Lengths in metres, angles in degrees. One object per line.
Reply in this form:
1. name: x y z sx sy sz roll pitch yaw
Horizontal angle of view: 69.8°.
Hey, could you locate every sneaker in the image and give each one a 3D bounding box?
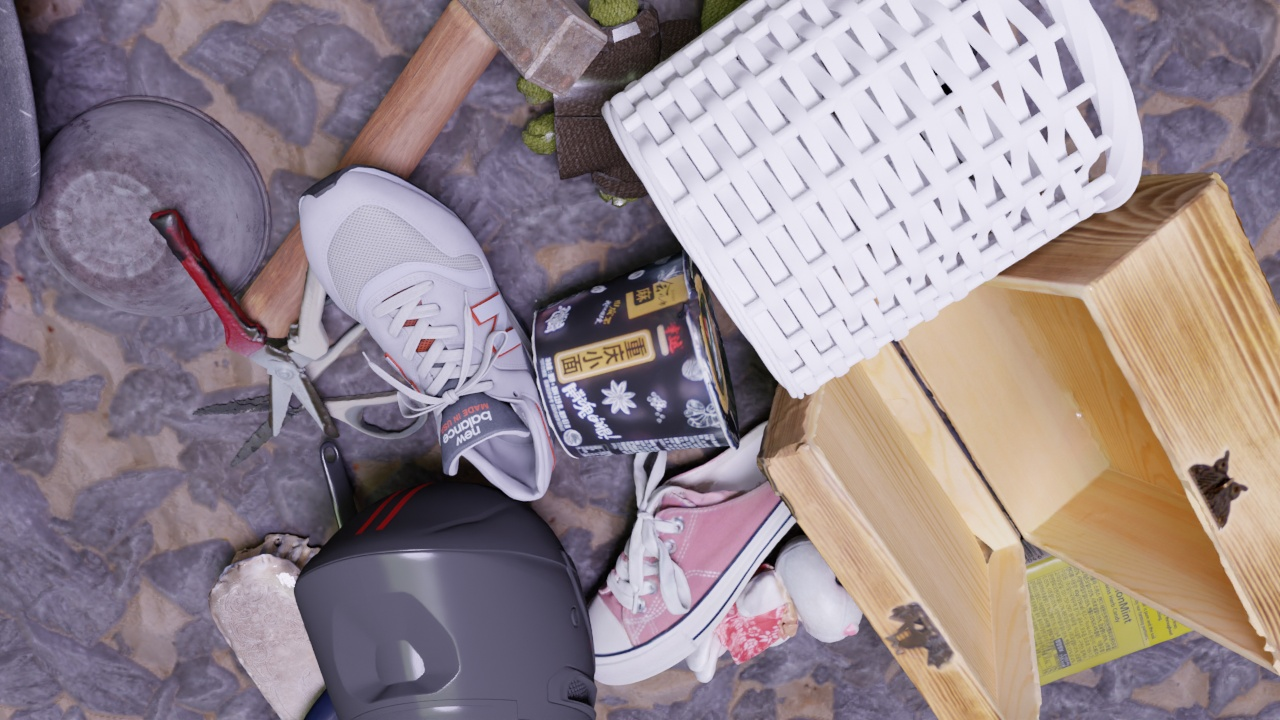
1. sneaker: 0.026 0.131 0.658 0.241 0.118 0.088 -48 125 5
2. sneaker: -0.108 0.001 0.547 0.089 0.124 0.240 -28 138 7

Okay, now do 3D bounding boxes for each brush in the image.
1. brush: -0.226 0.252 0.700 0.083 0.056 0.271 -26 107 4

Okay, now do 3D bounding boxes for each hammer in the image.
1. hammer: -0.164 -0.131 0.568 0.301 0.037 0.158 -47 65 21

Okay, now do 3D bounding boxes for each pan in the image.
1. pan: -0.402 -0.092 0.554 0.055 0.187 0.358 -14 135 -38
2. pan: -0.182 0.230 0.671 0.198 0.021 0.356 -18 98 -36

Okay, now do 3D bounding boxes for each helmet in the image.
1. helmet: -0.117 0.169 0.601 0.164 0.169 0.265 -13 148 11

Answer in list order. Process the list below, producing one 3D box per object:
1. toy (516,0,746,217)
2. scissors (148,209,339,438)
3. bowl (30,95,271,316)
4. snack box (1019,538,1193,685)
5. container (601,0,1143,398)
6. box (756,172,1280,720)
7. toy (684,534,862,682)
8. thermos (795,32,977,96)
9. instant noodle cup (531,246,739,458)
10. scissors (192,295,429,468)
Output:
1. toy: 0.004 -0.160 0.567 0.153 0.078 0.180 -3 130 -2
2. scissors: -0.232 -0.026 0.582 0.180 0.015 0.195 -32 125 24
3. bowl: -0.318 -0.090 0.578 0.145 0.067 0.145 -1 108 -4
4. snack box: 0.344 0.185 0.727 0.181 0.045 0.121 -24 110 7
5. container: 0.108 -0.106 0.466 0.187 0.189 0.189 -34 107 10
6. box: 0.217 0.069 0.581 0.263 0.269 0.279 -39 107 -4
7. toy: 0.120 0.178 0.689 0.194 0.084 0.159 -22 138 3
8. thermos: 0.097 -0.236 0.564 0.231 0.061 0.061 27 104 -12
9. instant noodle cup: -0.004 0.004 0.603 0.112 0.137 0.137 -14 108 9
10. scissors: -0.227 0.023 0.649 0.168 0.012 0.158 19 105 -9
